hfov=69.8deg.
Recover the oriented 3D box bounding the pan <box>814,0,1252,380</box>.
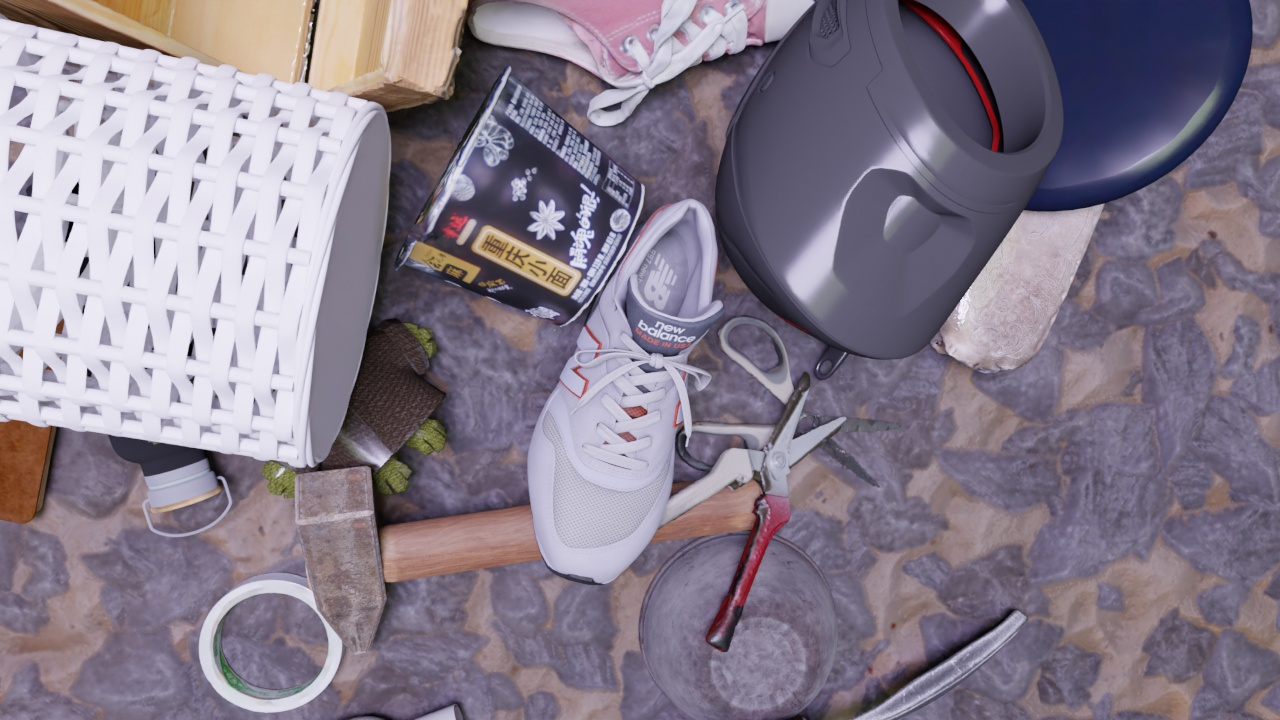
[{"bbox_3d":[0.222,-0.130,0.597,0.199,0.021,0.357,42,105,28],"label":"pan"}]

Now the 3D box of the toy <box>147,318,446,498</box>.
[{"bbox_3d":[-0.195,0.017,0.578,0.153,0.078,0.179,44,68,-10],"label":"toy"}]

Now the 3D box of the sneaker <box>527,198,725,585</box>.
[{"bbox_3d":[-0.003,0.003,0.535,0.089,0.124,0.239,16,64,-9],"label":"sneaker"}]

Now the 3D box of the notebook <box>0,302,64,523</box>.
[{"bbox_3d":[-0.483,0.000,0.581,0.225,0.024,0.167,13,96,-7],"label":"notebook"}]

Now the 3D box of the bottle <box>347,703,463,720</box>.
[{"bbox_3d":[-0.215,0.278,0.621,0.195,0.052,0.052,-20,97,-4],"label":"bottle"}]

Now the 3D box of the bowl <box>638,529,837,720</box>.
[{"bbox_3d":[0.074,0.196,0.634,0.145,0.067,0.145,-1,96,-6],"label":"bowl"}]

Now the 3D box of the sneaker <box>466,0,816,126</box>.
[{"bbox_3d":[0.008,-0.210,0.571,0.241,0.118,0.087,-2,76,0],"label":"sneaker"}]

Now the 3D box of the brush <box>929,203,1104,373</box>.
[{"bbox_3d":[0.271,-0.123,0.626,0.083,0.056,0.271,20,94,-7],"label":"brush"}]

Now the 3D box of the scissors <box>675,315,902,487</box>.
[{"bbox_3d":[0.100,0.038,0.648,0.157,0.012,0.168,-23,98,-2],"label":"scissors"}]

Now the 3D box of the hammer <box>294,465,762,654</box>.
[{"bbox_3d":[-0.060,0.117,0.606,0.300,0.037,0.158,-6,137,-15],"label":"hammer"}]

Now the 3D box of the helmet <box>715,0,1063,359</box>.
[{"bbox_3d":[0.129,-0.113,0.537,0.164,0.170,0.264,30,53,-18],"label":"helmet"}]

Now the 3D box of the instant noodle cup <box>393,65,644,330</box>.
[{"bbox_3d":[-0.069,-0.091,0.564,0.112,0.137,0.137,29,92,-16],"label":"instant noodle cup"}]

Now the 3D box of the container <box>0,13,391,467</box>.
[{"bbox_3d":[-0.234,-0.053,0.446,0.186,0.189,0.189,10,95,-10],"label":"container"}]

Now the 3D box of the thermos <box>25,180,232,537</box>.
[{"bbox_3d":[-0.315,0.000,0.578,0.061,0.061,0.231,-15,97,-4],"label":"thermos"}]

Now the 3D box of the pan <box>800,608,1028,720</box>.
[{"bbox_3d":[0.129,0.265,0.630,0.356,0.188,0.055,-32,60,-20],"label":"pan"}]

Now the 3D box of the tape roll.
[{"bbox_3d":[-0.250,0.193,0.627,0.094,0.018,0.094,-1,96,-5],"label":"tape roll"}]

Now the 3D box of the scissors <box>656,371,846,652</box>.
[{"bbox_3d":[0.063,0.095,0.601,0.179,0.015,0.194,6,79,-23],"label":"scissors"}]

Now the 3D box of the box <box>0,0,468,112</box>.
[{"bbox_3d":[-0.172,-0.279,0.478,0.264,0.269,0.279,10,95,5],"label":"box"}]
